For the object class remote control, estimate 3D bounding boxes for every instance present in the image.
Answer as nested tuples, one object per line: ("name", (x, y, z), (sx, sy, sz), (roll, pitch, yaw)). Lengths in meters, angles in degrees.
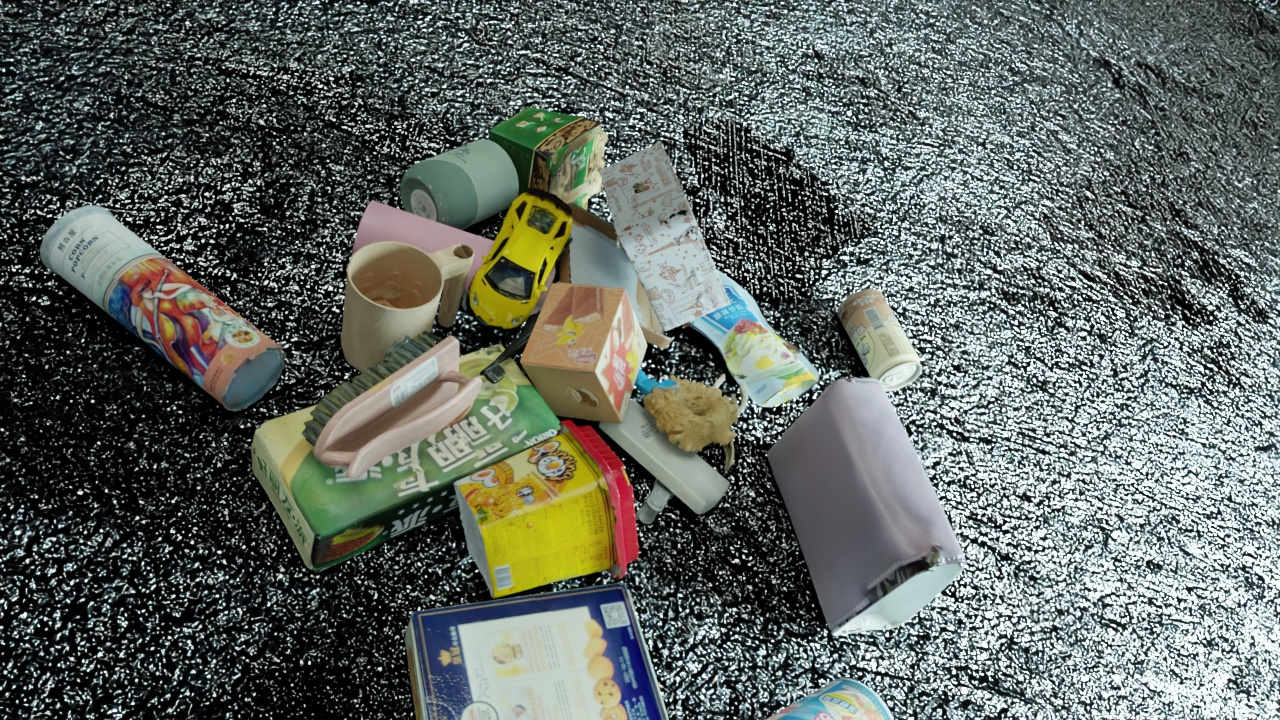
("remote control", (0.023, 0.093, 0.890), (0.135, 0.019, 0.056), (40, 31, 14))

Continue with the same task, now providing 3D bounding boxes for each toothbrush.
("toothbrush", (-0.099, -0.029, 0.882), (0.027, 0.026, 0.212), (48, 31, -6))

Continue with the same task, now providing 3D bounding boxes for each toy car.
("toy car", (-0.117, -0.098, 0.902), (0.071, 0.041, 0.155), (28, 64, -9))

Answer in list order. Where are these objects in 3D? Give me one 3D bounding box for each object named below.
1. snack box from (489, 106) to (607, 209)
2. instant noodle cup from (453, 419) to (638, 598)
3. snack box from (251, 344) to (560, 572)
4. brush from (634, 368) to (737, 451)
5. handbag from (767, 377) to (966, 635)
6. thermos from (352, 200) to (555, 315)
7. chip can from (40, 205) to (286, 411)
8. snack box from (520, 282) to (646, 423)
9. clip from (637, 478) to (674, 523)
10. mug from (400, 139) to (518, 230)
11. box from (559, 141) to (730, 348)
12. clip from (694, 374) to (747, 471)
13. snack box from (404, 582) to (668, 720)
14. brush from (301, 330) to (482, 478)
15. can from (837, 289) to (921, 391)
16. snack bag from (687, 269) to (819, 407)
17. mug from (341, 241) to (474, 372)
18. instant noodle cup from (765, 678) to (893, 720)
("snack box", (-0.115, -0.226, 1.061), (0.106, 0.118, 0.117), (27, 44, 17))
("instant noodle cup", (-0.079, 0.127, 0.756), (0.123, 0.116, 0.116), (-17, 31, -20))
("snack box", (-0.193, 0.076, 0.789), (0.239, 0.063, 0.114), (-21, 61, -36))
("brush", (-0.005, 0.005, 0.932), (0.083, 0.046, 0.254), (-28, 56, -35))
("handbag", (0.211, 0.134, 0.858), (0.098, 0.145, 0.196), (-2, 53, -21))
("thermos", (-0.185, -0.111, 0.941), (0.198, 0.087, 0.067), (17, 4, -7))
("chip can", (-0.411, -0.045, 0.795), (0.215, 0.071, 0.071), (36, 47, 8))
("snack box", (-0.050, -0.007, 0.868), (0.077, 0.093, 0.094), (6, 58, 20))
("clip", (0.017, 0.131, 0.867), (0.024, 0.028, 0.056), (34, 36, 3))
("mug", (-0.210, -0.190, 1.007), (0.112, 0.082, 0.106), (18, 38, 36))
("box", (-0.010, -0.113, 0.981), (0.158, 0.148, 0.181), (-22, 37, 6))
("clip", (0.073, 0.060, 0.943), (0.076, 0.035, 0.103), (30, 54, 0))
("snack box", (-0.073, 0.268, 0.688), (0.182, 0.046, 0.177), (-2, 52, -25))
("brush", (-0.197, 0.038, 0.730), (0.073, 0.063, 0.145), (31, 45, 20))
("can", (0.282, -0.025, 1.085), (0.058, 0.059, 0.116), (-2, 53, -25))
("snack bag", (0.111, -0.032, 1.033), (0.110, 0.039, 0.191), (-22, 60, -30))
("mug", (-0.218, -0.052, 0.860), (0.124, 0.104, 0.084), (-28, 66, -38))
("instant noodle cup", (0.143, 0.306, 0.723), (0.109, 0.099, 0.099), (-18, 60, -43))
